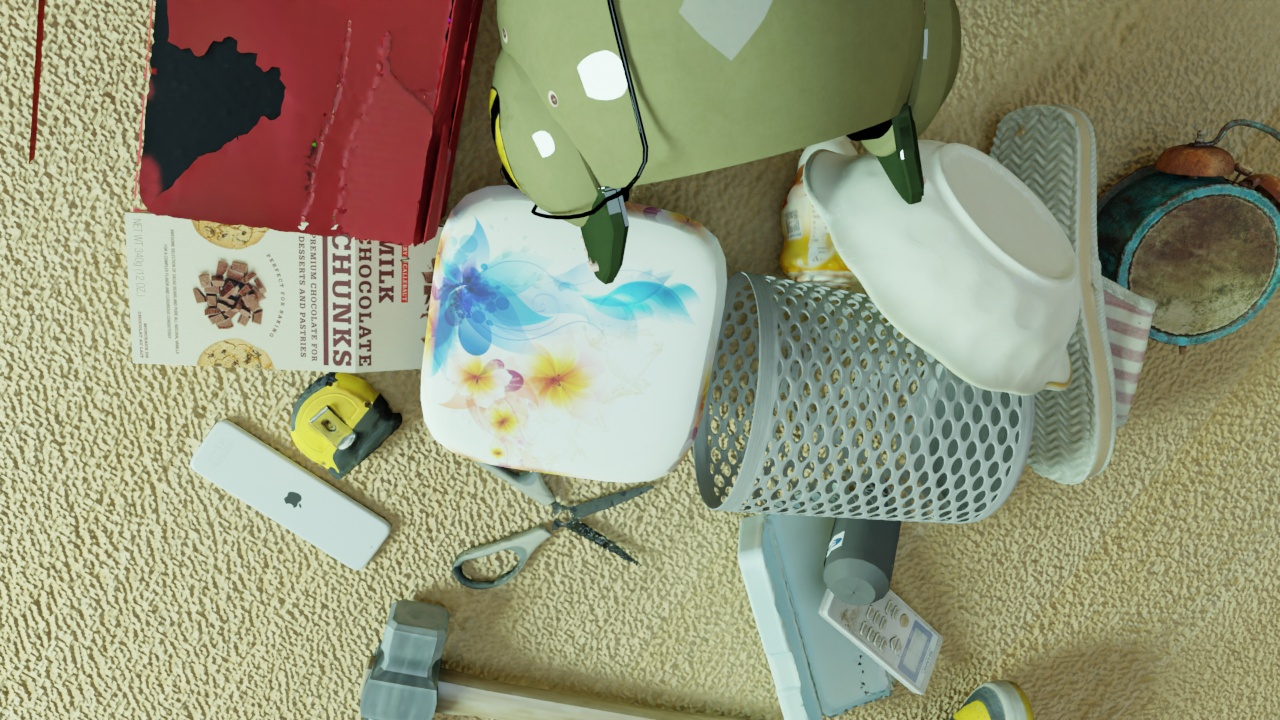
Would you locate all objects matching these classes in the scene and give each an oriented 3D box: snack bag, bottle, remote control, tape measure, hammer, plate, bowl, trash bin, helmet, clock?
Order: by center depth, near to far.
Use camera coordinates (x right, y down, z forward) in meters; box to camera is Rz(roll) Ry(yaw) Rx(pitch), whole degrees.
[{"bbox_3d":[0.034,-0.183,0.494,0.250,0.255,0.233,-15,106,-3],"label":"helmet"},{"bbox_3d":[0.203,-0.072,0.559,0.219,0.187,0.060,36,131,-9],"label":"bowl"},{"bbox_3d":[-0.043,-0.011,0.588,0.187,0.016,0.187,9,104,-6],"label":"plate"},{"bbox_3d":[-0.217,-0.047,0.610,0.206,0.070,0.094,3,103,-6],"label":"snack bag"},{"bbox_3d":[0.143,0.030,0.617,0.183,0.156,0.156,7,102,-9],"label":"trash bin"},{"bbox_3d":[0.129,-0.105,0.629,0.063,0.063,0.109,4,90,-6],"label":"bottle"},{"bbox_3d":[0.388,-0.092,0.647,0.121,0.073,0.158,23,111,-9],"label":"clock"},{"bbox_3d":[-0.213,0.043,0.648,0.065,0.037,0.064,-41,103,5],"label":"tape measure"},{"bbox_3d":[0.163,0.126,0.665,0.047,0.112,0.047,13,130,15],"label":"bottle"},{"bbox_3d":[-0.255,0.100,0.672,0.146,0.008,0.045,36,97,-12],"label":"remote control"},{"bbox_3d":[0.187,0.204,0.704,0.136,0.011,0.050,42,64,-27],"label":"remote control"},{"bbox_3d":[-0.053,0.274,0.713,0.322,0.051,0.117,14,102,-10],"label":"hammer"}]

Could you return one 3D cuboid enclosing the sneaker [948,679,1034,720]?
[{"bbox_3d":[0.209,0.346,0.727,0.122,0.086,0.239,15,105,-12],"label":"sneaker"}]

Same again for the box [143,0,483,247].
[{"bbox_3d":[-0.138,-0.166,0.438,0.124,0.377,0.211,15,103,8],"label":"box"}]

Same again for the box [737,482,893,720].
[{"bbox_3d":[0.134,0.203,0.698,0.122,0.078,0.197,-23,106,-19],"label":"box"}]

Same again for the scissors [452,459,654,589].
[{"bbox_3d":[-0.076,0.119,0.689,0.157,0.012,0.170,-43,102,8],"label":"scissors"}]

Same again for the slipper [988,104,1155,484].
[{"bbox_3d":[0.294,-0.045,0.637,0.052,0.115,0.263,-13,103,-20],"label":"slipper"}]
